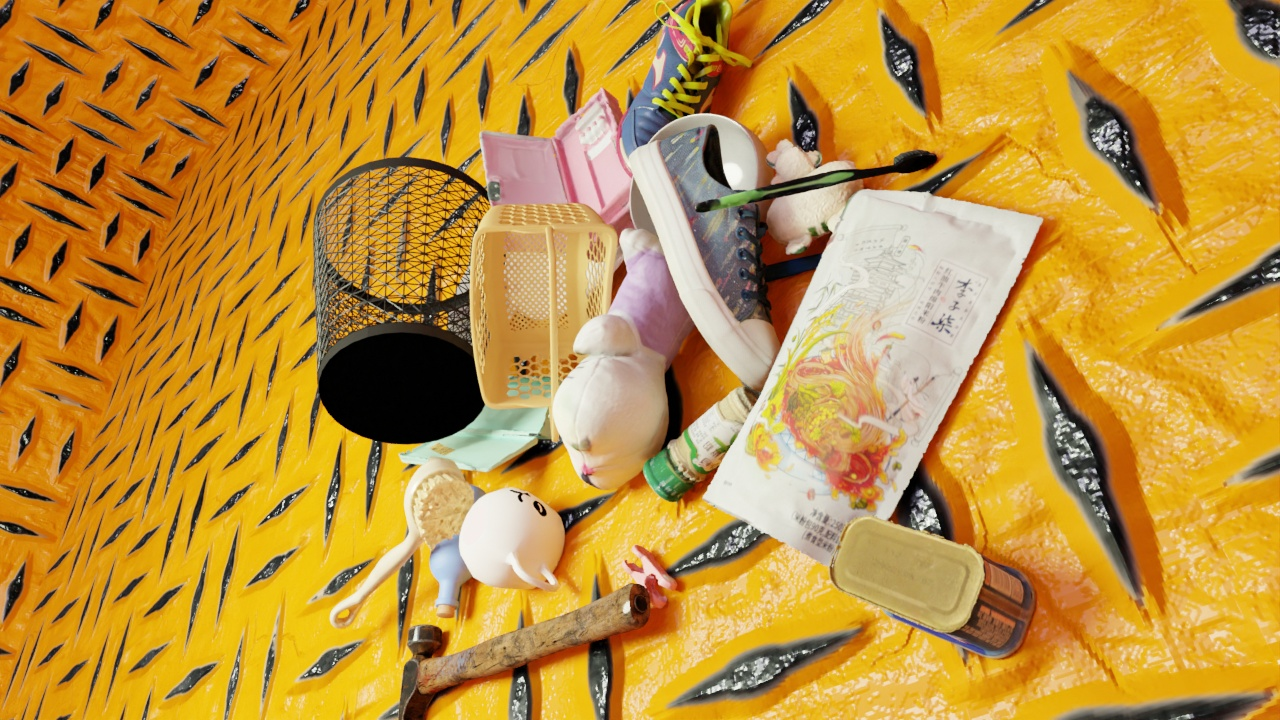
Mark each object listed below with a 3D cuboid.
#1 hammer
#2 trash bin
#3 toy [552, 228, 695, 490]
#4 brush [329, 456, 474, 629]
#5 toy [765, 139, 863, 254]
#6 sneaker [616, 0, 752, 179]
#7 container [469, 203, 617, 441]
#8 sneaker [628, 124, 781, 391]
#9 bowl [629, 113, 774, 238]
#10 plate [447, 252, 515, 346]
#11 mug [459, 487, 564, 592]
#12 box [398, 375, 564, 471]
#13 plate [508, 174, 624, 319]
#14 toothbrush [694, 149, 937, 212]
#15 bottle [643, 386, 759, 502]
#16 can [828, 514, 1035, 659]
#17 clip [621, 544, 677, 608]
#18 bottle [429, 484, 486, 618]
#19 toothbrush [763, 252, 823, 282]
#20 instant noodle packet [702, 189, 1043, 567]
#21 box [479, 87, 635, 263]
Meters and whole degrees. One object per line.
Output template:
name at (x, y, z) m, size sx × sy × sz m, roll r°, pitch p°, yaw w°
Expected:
hammer at (-0.111, 0.257, 0.788) m, size 0.331 × 0.033 × 0.119 m, roll -31°, pitch 49°, yaw 38°
trash bin at (-0.247, -0.056, 0.977) m, size 0.217 × 0.217 × 0.242 m, roll -39°, pitch 40°, yaw 26°
toy at (-0.005, 0.005, 0.781) m, size 0.085 × 0.138 × 0.209 m, roll 14°, pitch 73°, yaw 20°
brush at (-0.246, 0.195, 0.912) m, size 0.273 × 0.062 × 0.077 m, roll -49°, pitch 30°, yaw 30°
toy at (0.139, -0.130, 0.746) m, size 0.087 × 0.050 × 0.112 m, roll -36°, pitch 43°, yaw 25°
sneaker at (0.039, -0.278, 0.912) m, size 0.091 × 0.116 × 0.241 m, roll -28°, pitch 40°, yaw 50°
container at (-0.088, -0.040, 0.830) m, size 0.166 × 0.129 × 0.184 m, roll -106°, pitch 16°, yaw -58°
sneaker at (0.067, -0.091, 0.731) m, size 0.079 × 0.087 × 0.235 m, roll -30°, pitch 69°, yaw 20°
bowl at (0.061, -0.150, 0.829) m, size 0.132 × 0.064 × 0.131 m, roll -6°, pitch 80°, yaw 32°
plate at (-0.177, -0.084, 1.121) m, size 0.173 × 0.019 × 0.172 m, roll -29°, pitch 46°, yaw 35°
mug at (-0.113, 0.168, 0.822) m, size 0.090 × 0.076 × 0.124 m, roll -57°, pitch 36°, yaw 4°
box at (-0.164, 0.071, 0.973) m, size 0.187 × 0.056 × 0.137 m, roll -2°, pitch 48°, yaw 51°
plate at (-0.058, -0.141, 1.006) m, size 0.230 × 0.030 × 0.228 m, roll -29°, pitch 46°, yaw 33°
toothbrush at (0.134, -0.138, 0.706) m, size 0.188 × 0.014 × 0.017 m, roll -12°, pitch 33°, yaw 2°
bottle at (0.053, 0.066, 0.725) m, size 0.110 × 0.042 × 0.042 m, roll -42°, pitch 39°, yaw 21°
can at (0.166, 0.128, 0.530) m, size 0.100 × 0.059 × 0.054 m, roll 11°, pitch 74°, yaw 52°
clip at (0.011, 0.164, 0.725) m, size 0.041 × 0.023 × 0.059 m, roll -50°, pitch 42°, yaw 10°
bottle at (-0.185, 0.191, 0.917) m, size 0.048 × 0.048 × 0.131 m, roll -26°, pitch 48°, yaw 38°
toothbrush at (0.144, -0.083, 0.737) m, size 0.190 × 0.017 × 0.016 m, roll -11°, pitch 58°, yaw 46°
instant noodle packet at (0.151, 0.003, 0.635) m, size 0.147 × 0.057 × 0.269 m, roll 23°, pitch 84°, yaw 41°
box at (-0.077, -0.191, 0.980) m, size 0.173 × 0.075 × 0.232 m, roll -18°, pitch 45°, yaw 4°
